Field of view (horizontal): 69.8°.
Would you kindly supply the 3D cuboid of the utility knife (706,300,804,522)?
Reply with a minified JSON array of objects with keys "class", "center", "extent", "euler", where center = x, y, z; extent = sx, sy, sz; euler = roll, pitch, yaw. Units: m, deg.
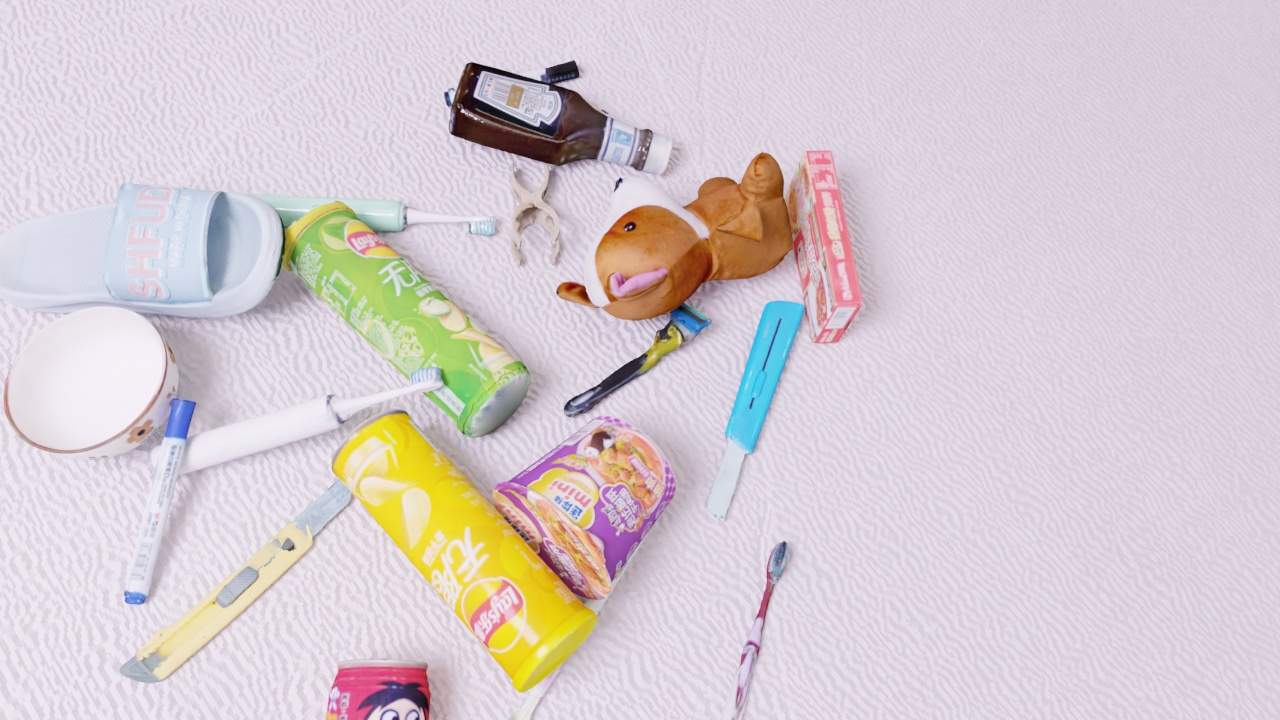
[{"class":"utility knife","center":[0.092,0.037,0.756],"extent":[0.034,0.018,0.206],"euler":[21,67,2]}]

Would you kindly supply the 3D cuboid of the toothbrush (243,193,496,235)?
[{"class":"toothbrush","center":[-0.236,-0.124,0.780],"extent":[0.224,0.026,0.027],"euler":[1,98,-7]}]

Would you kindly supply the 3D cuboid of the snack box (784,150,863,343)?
[{"class":"snack box","center":[0.156,-0.098,0.791],"extent":[0.025,0.075,0.152],"euler":[-3,67,-7]}]

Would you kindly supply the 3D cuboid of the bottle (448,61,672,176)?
[{"class":"bottle","center":[-0.068,-0.208,0.821],"extent":[0.195,0.044,0.079],"euler":[14,55,-9]}]

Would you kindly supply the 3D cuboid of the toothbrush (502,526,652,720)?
[{"class":"toothbrush","center":[-0.042,0.193,0.668],"extent":[0.029,0.020,0.189],"euler":[42,63,-16]}]

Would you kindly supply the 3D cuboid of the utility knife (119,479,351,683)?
[{"class":"utility knife","center":[-0.282,0.156,0.659],"extent":[0.031,0.020,0.194],"euler":[43,63,6]}]

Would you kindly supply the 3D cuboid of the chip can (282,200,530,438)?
[{"class":"chip can","center":[-0.183,-0.031,0.720],"extent":[0.221,0.073,0.072],"euler":[41,68,11]}]

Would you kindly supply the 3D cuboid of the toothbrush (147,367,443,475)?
[{"class":"toothbrush","center":[-0.250,0.045,0.672],"extent":[0.221,0.027,0.026],"euler":[-17,72,2]}]

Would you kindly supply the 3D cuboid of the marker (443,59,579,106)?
[{"class":"marker","center":[-0.119,-0.260,0.858],"extent":[0.130,0.023,0.018],"euler":[-18,76,-16]}]

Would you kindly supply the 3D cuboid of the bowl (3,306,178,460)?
[{"class":"bowl","center":[-0.391,0.024,0.672],"extent":[0.113,0.062,0.113],"euler":[0,65,0]}]

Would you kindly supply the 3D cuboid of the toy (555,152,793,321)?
[{"class":"toy","center":[0.030,-0.100,0.751],"extent":[0.199,0.140,0.130],"euler":[-33,97,-19]}]

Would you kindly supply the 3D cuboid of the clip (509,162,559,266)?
[{"class":"clip","center":[-0.105,-0.128,0.795],"extent":[0.080,0.035,0.104],"euler":[-17,65,-14]}]

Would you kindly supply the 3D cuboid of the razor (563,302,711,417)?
[{"class":"razor","center":[-0.004,0.004,0.755],"extent":[0.142,0.022,0.043],"euler":[-38,42,-16]}]

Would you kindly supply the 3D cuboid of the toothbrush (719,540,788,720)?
[{"class":"toothbrush","center":[0.080,0.219,0.672],"extent":[0.016,0.017,0.187],"euler":[21,65,3]}]

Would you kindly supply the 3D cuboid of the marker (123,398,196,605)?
[{"class":"marker","center":[-0.340,0.099,0.650],"extent":[0.017,0.017,0.145],"euler":[11,84,-2]}]

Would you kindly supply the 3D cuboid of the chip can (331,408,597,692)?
[{"class":"chip can","center":[-0.126,0.128,0.645],"extent":[0.072,0.072,0.213],"euler":[-39,71,-21]}]

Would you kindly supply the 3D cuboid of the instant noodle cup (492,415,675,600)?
[{"class":"instant noodle cup","center":[-0.034,0.101,0.667],"extent":[0.111,0.112,0.099],"euler":[41,58,11]}]

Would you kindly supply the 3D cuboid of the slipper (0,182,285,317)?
[{"class":"slipper","center":[-0.390,-0.089,0.701],"extent":[0.245,0.074,0.104],"euler":[-3,66,6]}]

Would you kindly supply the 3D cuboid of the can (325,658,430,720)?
[{"class":"can","center":[-0.173,0.247,0.601],"extent":[0.066,0.067,0.093],"euler":[2,66,-7]}]
